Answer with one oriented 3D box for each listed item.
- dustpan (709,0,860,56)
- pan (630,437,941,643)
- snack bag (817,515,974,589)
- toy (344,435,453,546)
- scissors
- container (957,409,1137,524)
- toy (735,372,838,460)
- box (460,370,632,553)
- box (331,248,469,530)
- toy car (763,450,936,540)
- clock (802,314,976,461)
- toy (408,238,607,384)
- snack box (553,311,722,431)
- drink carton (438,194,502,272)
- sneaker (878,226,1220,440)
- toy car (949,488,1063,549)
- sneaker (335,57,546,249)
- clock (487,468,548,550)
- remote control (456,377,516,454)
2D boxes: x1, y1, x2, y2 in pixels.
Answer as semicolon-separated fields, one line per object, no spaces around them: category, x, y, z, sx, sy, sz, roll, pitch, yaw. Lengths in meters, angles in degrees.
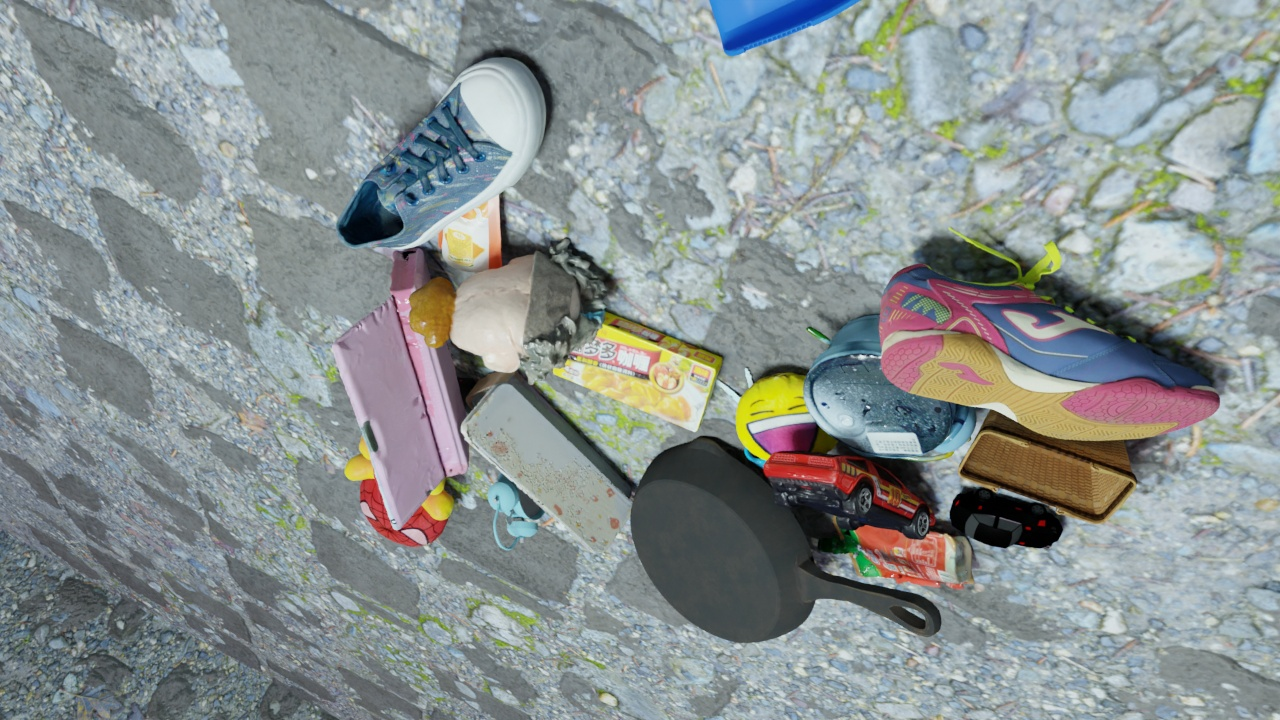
dustpan;0.110;-0.283;0.453;0.258;0.059;0.246;0;133;32
pan;0.121;0.208;0.910;0.357;0.043;0.249;11;122;42
snack bag;0.244;0.190;0.904;0.155;0.044;0.087;-4;126;42
toy;-0.300;0.162;1.182;0.147;0.098;0.217;36;142;11
scissors;0.123;0.054;0.854;0.110;0.015;0.132;3;128;34
container;0.310;0.068;0.700;0.114;0.061;0.063;19;141;11
toy;0.130;0.053;0.811;0.096;0.041;0.094;-10;117;20
box;-0.105;0.108;1.016;0.216;0.094;0.107;47;166;-20
box;-0.218;0.029;0.903;0.059;0.179;0.233;1;128;10
toy car;0.188;0.118;0.804;0.082;0.056;0.189;2;161;44
clock;0.201;0.033;0.737;0.118;0.059;0.162;-4;131;37
toy;-0.117;-0.039;0.806;0.176;0.132;0.076;3;146;6
snack box;-0.005;0.005;0.856;0.152;0.025;0.075;22;125;11
drink carton;-0.152;-0.139;0.809;0.069;0.038;0.122;20;135;15
sneaker;0.283;-0.013;0.631;0.241;0.090;0.116;14;149;-9
toy car;0.318;0.144;0.801;0.092;0.036;0.042;15;139;19
sneaker;-0.166;-0.151;0.739;0.236;0.079;0.087;-31;96;40
clock;-0.139;0.162;1.055;0.042;0.122;0.087;-6;130;24
remote control;-0.180;0.067;1.068;0.039;0.010;0.125;2;134;32
